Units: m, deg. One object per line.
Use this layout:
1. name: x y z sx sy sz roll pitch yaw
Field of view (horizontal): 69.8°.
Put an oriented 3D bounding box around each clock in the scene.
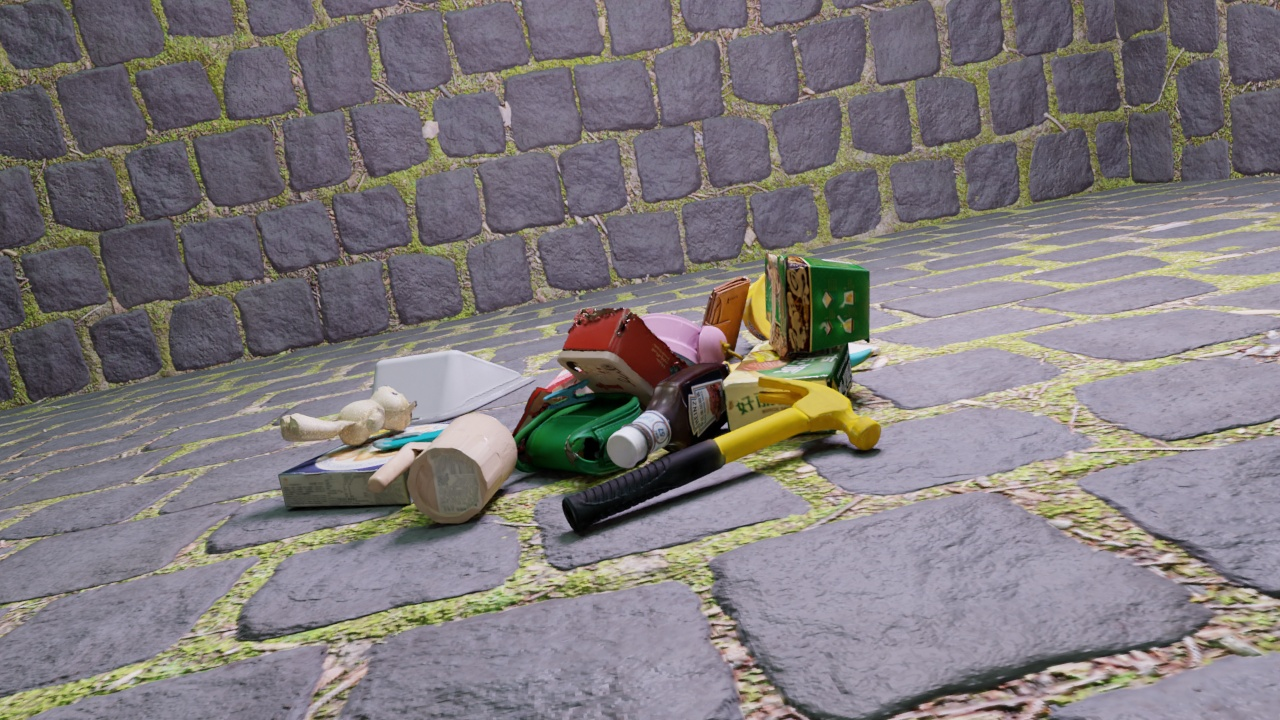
1. clock: 0.049 -0.003 1.111 0.158 0.059 0.117 11 -30 10

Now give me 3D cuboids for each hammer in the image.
1. hammer: 0.068 0.085 0.841 0.300 0.033 0.129 -20 33 -24

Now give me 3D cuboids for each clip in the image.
1. clip: -0.078 0.038 0.992 0.057 0.047 0.014 -20 16 9

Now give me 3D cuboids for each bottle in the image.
1. bottle: 0.034 0.060 0.956 0.044 0.080 0.194 2 18 34

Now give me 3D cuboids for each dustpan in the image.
1. dustpan: -0.332 0.073 1.508 0.223 0.142 0.257 -7 -19 23

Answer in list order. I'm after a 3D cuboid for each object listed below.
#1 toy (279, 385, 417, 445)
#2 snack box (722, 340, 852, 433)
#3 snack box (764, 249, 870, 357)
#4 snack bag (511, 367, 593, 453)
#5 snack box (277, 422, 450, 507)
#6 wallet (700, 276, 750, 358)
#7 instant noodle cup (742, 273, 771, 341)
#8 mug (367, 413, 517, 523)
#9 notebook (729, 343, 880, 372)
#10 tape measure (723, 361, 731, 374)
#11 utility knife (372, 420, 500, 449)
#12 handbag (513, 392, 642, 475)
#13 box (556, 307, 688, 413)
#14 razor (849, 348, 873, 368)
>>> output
1. toy: -0.346 0.070 1.090 0.157 0.066 0.105 -10 -11 -40
2. snack box: 0.174 0.025 1.049 0.115 0.063 0.239 -5 10 19
3. snack box: 0.203 -0.070 1.053 0.105 0.117 0.118 -4 13 -2
4. snack bag: -0.108 0.057 1.117 0.129 0.073 0.207 -48 -6 23
5. snack box: -0.292 0.120 1.079 0.178 0.046 0.182 -6 11 24
6. wallet: 0.120 -0.055 1.397 0.035 0.131 0.118 23 28 24
7. instant noodle cup: 0.226 -0.083 1.447 0.138 0.138 0.110 -13 1 -10
8. mug: -0.196 0.106 0.914 0.125 0.084 0.103 0 13 7
9. notebook: 0.213 0.002 1.297 0.206 0.010 0.146 -14 10 -15
10. tape measure: 0.095 0.023 1.232 0.057 0.029 0.060 -7 -17 -25
11. utility knife: -0.233 0.084 1.048 0.151 0.013 0.029 -10 14 -3
12. handbag: -0.063 0.081 0.973 0.132 0.068 0.120 -2 13 44
13. box: -0.006 0.006 1.024 0.091 0.168 0.080 2 60 40
14. razor: 0.237 0.006 1.192 0.132 0.028 0.043 -13 32 7
